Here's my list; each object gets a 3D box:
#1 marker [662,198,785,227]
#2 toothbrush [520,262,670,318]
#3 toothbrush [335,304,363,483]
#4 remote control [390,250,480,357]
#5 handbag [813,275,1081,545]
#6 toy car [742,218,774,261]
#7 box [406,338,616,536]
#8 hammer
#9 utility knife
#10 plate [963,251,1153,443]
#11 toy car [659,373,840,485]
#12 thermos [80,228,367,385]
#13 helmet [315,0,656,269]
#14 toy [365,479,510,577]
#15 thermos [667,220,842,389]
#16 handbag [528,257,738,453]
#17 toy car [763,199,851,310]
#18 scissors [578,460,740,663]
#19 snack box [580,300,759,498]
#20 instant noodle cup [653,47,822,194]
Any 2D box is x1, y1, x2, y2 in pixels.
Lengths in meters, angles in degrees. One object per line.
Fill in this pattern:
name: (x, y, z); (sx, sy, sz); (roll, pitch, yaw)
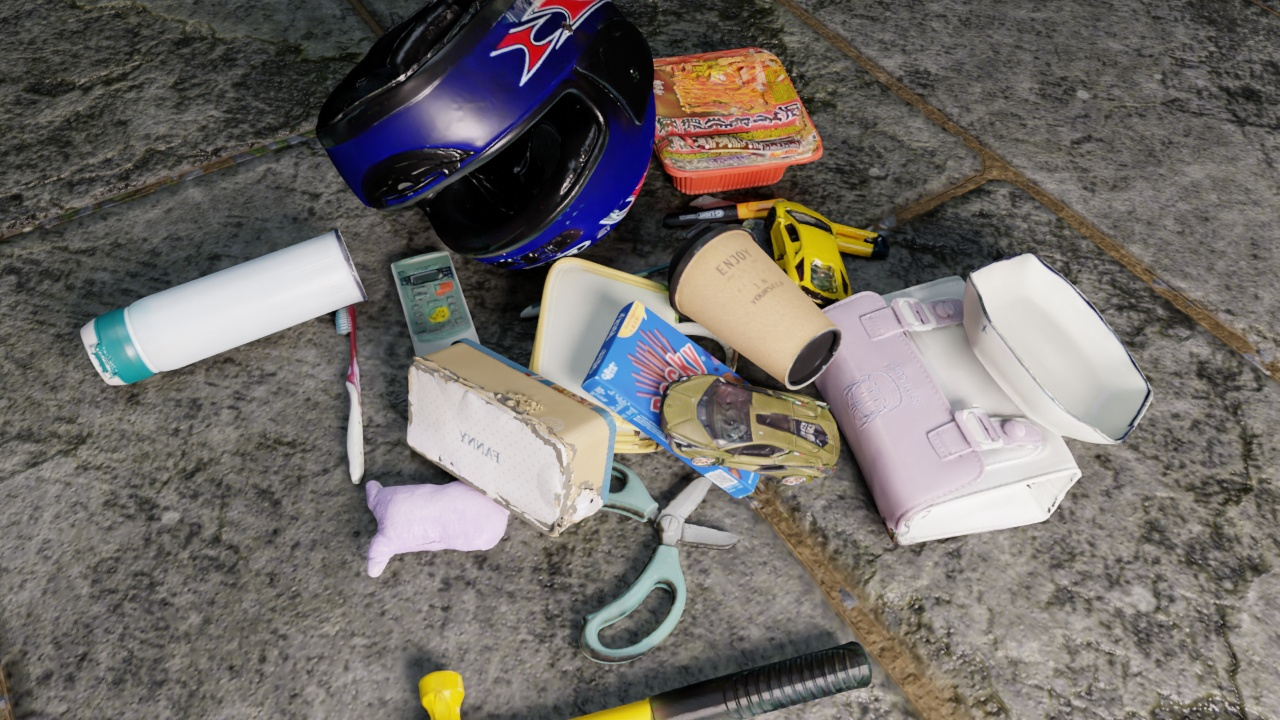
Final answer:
marker: (0.083, -0.144, 0.901); (0.124, 0.015, 0.018); (-6, 68, 7)
toothbrush: (-0.021, -0.068, 0.850); (0.191, 0.016, 0.018); (-20, 66, -17)
toothbrush: (-0.245, 0.024, 0.771); (0.017, 0.016, 0.187); (-14, 53, -3)
remote control: (-0.183, -0.043, 0.822); (0.056, 0.019, 0.135); (-15, 54, -13)
handbag: (0.229, 0.036, 0.730); (0.145, 0.099, 0.196); (-14, 53, -5)
toy car: (0.102, -0.092, 0.859); (0.054, 0.037, 0.120); (27, 46, 13)
box: (-0.105, 0.051, 0.687); (0.184, 0.090, 0.061); (28, 32, 31)
hammer: (0.008, 0.237, 0.603); (0.300, 0.033, 0.128); (-11, 54, -10)
utility knife: (0.147, -0.136, 0.906); (0.203, 0.015, 0.033); (16, 51, 12)
plate: (0.328, -0.010, 0.730); (0.162, 0.034, 0.265); (54, 35, 13)
toy car: (0.086, 0.052, 0.699); (0.158, 0.042, 0.070); (11, 63, -27)
thermos: (-0.354, -0.044, 0.784); (0.224, 0.073, 0.073); (-23, 56, -13)
helmet: (-0.110, -0.197, 0.799); (0.248, 0.240, 0.314); (-20, 34, 31)
toy: (-0.151, 0.119, 0.684); (0.108, 0.039, 0.083); (-2, 47, -11)
thermos: (0.091, -0.044, 0.744); (0.092, 0.093, 0.143); (-30, 55, -23)
handbag: (-0.005, 0.005, 0.775); (0.178, 0.063, 0.163); (13, 52, -11)
toy car: (0.150, -0.096, 0.829); (0.071, 0.041, 0.155); (16, 44, -17)
scissors: (-0.022, 0.132, 0.692); (0.178, 0.019, 0.169); (28, 58, 20)
snack box: (0.036, 0.030, 0.720); (0.157, 0.026, 0.084); (36, 53, -14)
instant noodle cup: (0.083, -0.242, 0.947); (0.164, 0.079, 0.188); (-8, 54, -8)
